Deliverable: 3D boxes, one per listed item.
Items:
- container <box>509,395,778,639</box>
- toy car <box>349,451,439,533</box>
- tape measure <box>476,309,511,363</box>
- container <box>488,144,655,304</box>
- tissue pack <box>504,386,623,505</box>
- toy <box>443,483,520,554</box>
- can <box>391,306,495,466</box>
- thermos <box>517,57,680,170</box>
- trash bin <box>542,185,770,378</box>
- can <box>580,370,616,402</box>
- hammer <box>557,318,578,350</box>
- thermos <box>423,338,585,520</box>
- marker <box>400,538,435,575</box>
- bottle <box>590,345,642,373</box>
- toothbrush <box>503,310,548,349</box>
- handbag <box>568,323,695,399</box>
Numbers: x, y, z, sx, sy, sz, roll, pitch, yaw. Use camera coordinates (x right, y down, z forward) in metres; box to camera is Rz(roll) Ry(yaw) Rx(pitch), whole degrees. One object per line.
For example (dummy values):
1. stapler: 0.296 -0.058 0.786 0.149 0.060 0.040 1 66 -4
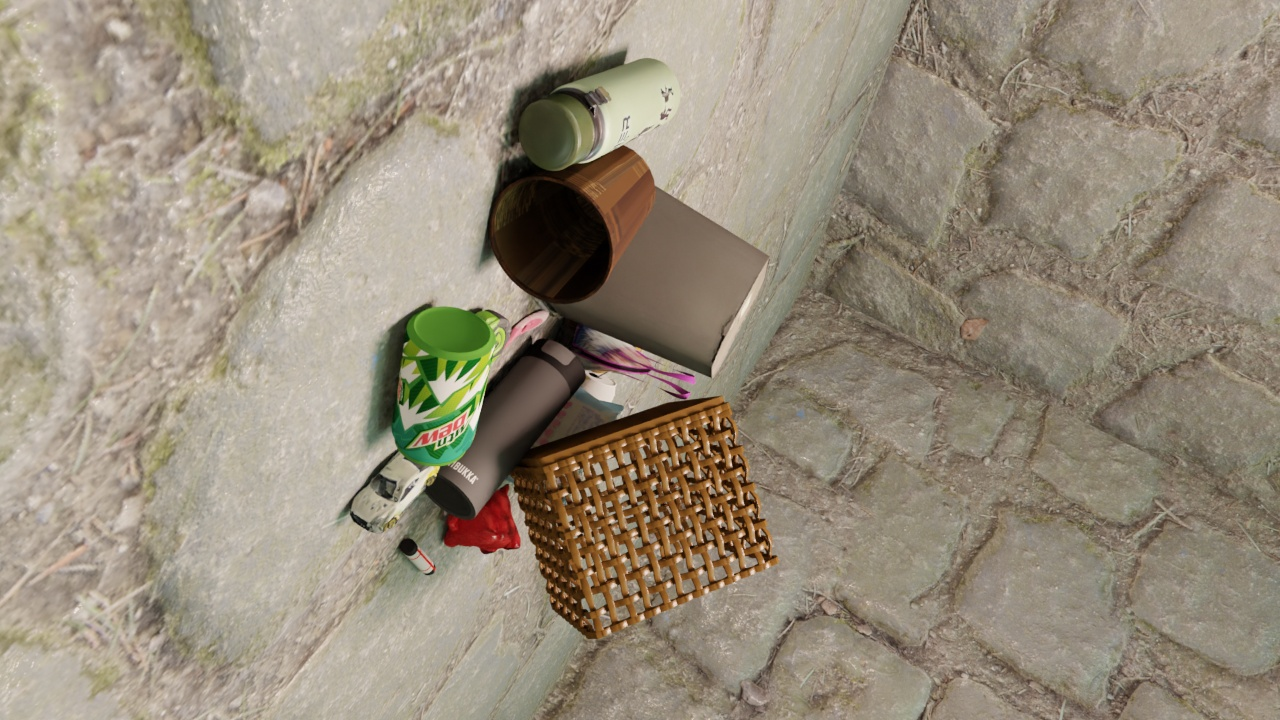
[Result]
1. container: -0.007 0.188 1.173 0.251 0.214 0.220 -18 -179 -18
2. toy car: -0.254 0.130 0.949 0.105 0.048 0.033 -52 165 -37
3. tape measure: -0.171 -0.024 0.982 0.065 0.036 0.058 -57 158 -5
4. container: -0.060 -0.154 0.955 0.166 0.132 0.132 -54 166 -53
5. tissue pack: -0.114 0.112 1.311 0.181 0.112 0.070 -59 175 -14
6. toy: -0.225 0.207 1.241 0.133 0.088 0.094 37 47 -59
7. can: -0.193 0.026 0.888 0.082 0.083 0.144 -45 159 -52
8. thermos: -0.036 -0.252 0.924 0.230 0.082 0.082 -43 158 -54
9. trash bin: 0.026 -0.099 1.135 0.197 0.220 0.197 -61 171 -6
10. can: -0.084 0.070 1.452 0.127 0.064 0.064 -65 167 13
11. hammer: -0.046 -0.071 1.388 0.111 0.028 0.300 -64 167 15
12. thermos: -0.162 0.077 1.117 0.239 0.082 0.082 -52 164 -35
13. marker: -0.281 0.255 1.172 0.019 0.019 0.146 -57 166 -22
14. bottle: -0.037 -0.017 1.478 0.053 0.053 0.185 -65 167 14
15. toothbrush: -0.145 -0.036 1.104 0.134 0.016 0.022 -44 159 -60
16. handbag: -0.007 0.007 1.238 0.144 0.170 0.068 -6 117 -70
